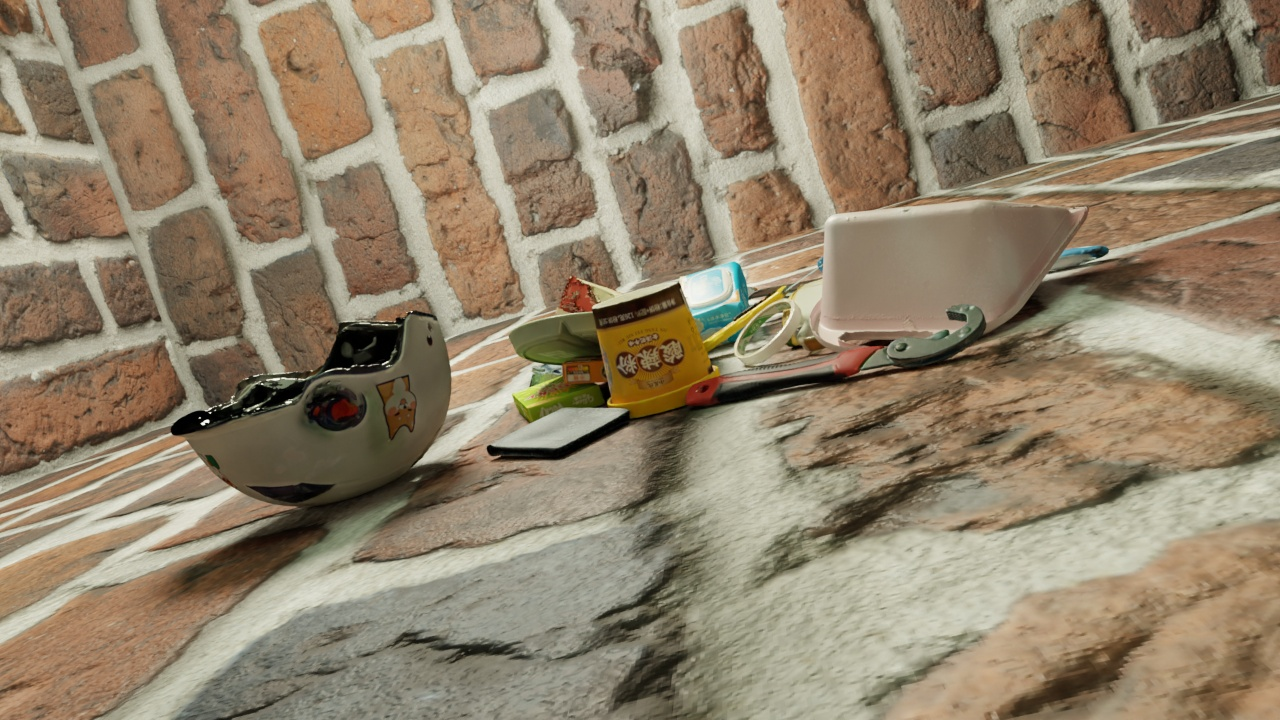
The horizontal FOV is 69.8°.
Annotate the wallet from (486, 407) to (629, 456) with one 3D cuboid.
[{"bbox_3d":[-0.080,0.071,0.897,0.097,0.019,0.121,-27,14,-40],"label":"wallet"}]

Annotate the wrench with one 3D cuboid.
[{"bbox_3d":[0.161,0.004,0.802,0.274,0.016,0.056,-16,34,26],"label":"wrench"}]

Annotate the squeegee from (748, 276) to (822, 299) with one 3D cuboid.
[{"bbox_3d":[0.307,-0.113,1.202,0.247,0.040,0.250,-11,10,-24],"label":"squeegee"}]

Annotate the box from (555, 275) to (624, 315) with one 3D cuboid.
[{"bbox_3d":[-0.033,-0.071,1.267,0.091,0.076,0.168,13,9,-44],"label":"box"}]

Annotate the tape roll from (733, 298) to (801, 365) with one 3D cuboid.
[{"bbox_3d":[0.137,-0.031,0.991,0.086,0.014,0.085,-41,19,18],"label":"tape roll"}]

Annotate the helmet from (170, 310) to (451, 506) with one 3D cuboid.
[{"bbox_3d":[-0.307,0.063,0.935,0.231,0.157,0.273,-5,25,49],"label":"helmet"}]

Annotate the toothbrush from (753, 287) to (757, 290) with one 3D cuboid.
[{"bbox_3d":[0.091,-0.077,1.348,0.191,0.016,0.018,-20,-3,-22],"label":"toothbrush"}]

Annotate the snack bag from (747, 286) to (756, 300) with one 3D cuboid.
[{"bbox_3d":[0.130,-0.090,1.318,0.104,0.026,0.048,-23,24,-38],"label":"snack bag"}]

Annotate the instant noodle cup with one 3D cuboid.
[{"bbox_3d":[0.011,-0.013,0.926,0.118,0.114,0.118,-16,8,2],"label":"instant noodle cup"}]

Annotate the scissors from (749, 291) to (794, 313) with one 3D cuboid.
[{"bbox_3d":[0.219,-0.085,1.292,0.170,0.019,0.181,-10,8,8],"label":"scissors"}]

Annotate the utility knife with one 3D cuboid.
[{"bbox_3d":[0.133,-0.057,1.080,0.209,0.015,0.033,-36,5,17],"label":"utility knife"}]

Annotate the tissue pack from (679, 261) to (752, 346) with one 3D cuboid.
[{"bbox_3d":[0.096,-0.072,1.199,0.090,0.063,0.139,-16,33,14],"label":"tissue pack"}]

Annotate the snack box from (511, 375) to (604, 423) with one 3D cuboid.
[{"bbox_3d":[-0.100,0.044,1.082,0.085,0.026,0.156,-19,9,-12],"label":"snack box"}]

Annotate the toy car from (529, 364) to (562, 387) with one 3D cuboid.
[{"bbox_3d":[-0.121,0.026,1.204,0.034,0.043,0.090,20,13,13],"label":"toy car"}]

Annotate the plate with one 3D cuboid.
[{"bbox_3d":[-0.039,-0.022,1.079,0.230,0.027,0.230,-3,-10,-1],"label":"plate"}]

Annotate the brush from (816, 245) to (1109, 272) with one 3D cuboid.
[{"bbox_3d":[0.358,-0.118,1.058,0.315,0.109,0.060,-20,-21,34],"label":"brush"}]

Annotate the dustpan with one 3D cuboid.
[{"bbox_3d":[0.289,-0.080,0.907,0.223,0.139,0.272,1,4,44],"label":"dustpan"}]

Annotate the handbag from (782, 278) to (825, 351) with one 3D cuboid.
[{"bbox_3d":[0.233,-0.059,0.989,0.164,0.063,0.178,-15,12,25],"label":"handbag"}]

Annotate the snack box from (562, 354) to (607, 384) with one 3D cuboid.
[{"bbox_3d":[-0.006,0.006,1.036,0.154,0.026,0.075,-4,6,7],"label":"snack box"}]
